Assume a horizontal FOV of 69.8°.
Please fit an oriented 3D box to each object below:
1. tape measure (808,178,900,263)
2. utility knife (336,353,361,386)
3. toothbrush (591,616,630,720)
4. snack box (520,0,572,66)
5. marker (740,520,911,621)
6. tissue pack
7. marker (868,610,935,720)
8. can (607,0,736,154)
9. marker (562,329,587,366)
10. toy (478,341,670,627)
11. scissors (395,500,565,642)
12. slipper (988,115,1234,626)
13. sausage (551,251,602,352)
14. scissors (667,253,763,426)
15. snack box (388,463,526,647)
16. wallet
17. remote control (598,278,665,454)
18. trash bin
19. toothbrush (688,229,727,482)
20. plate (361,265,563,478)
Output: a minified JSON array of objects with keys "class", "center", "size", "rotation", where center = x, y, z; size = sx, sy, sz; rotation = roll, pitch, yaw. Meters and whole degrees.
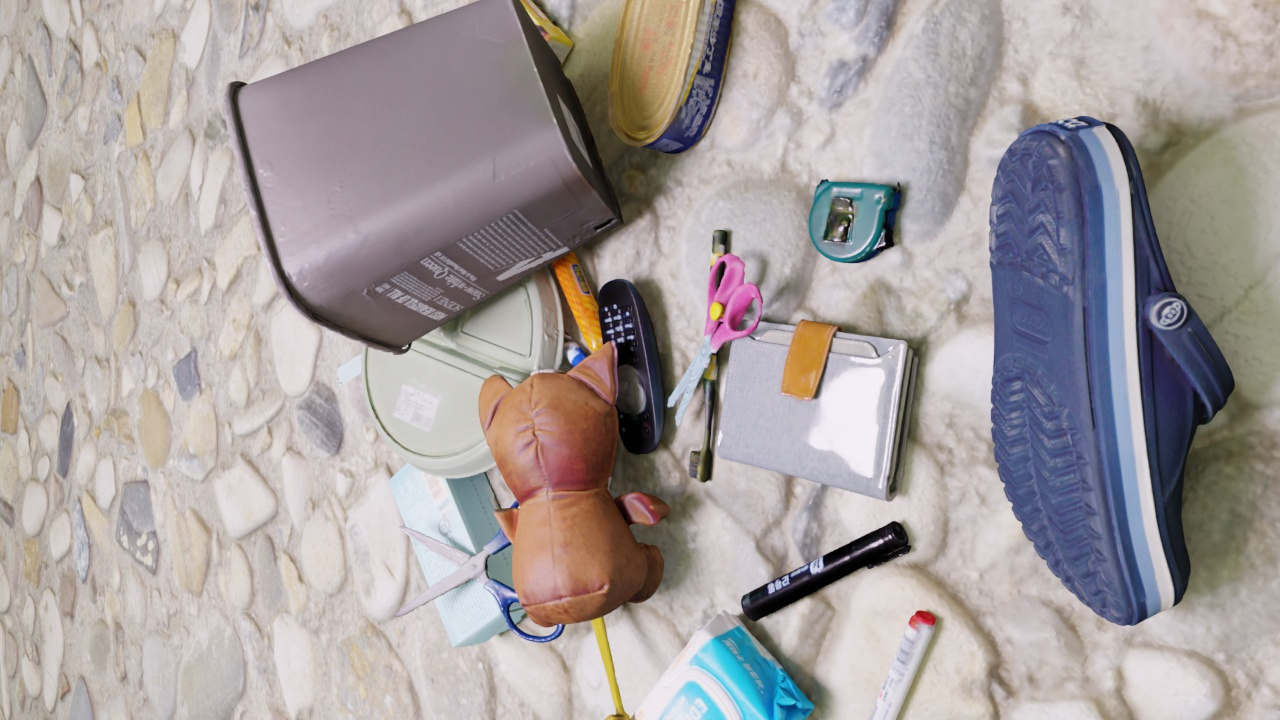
[{"class":"tape measure","center":[0.135,-0.090,0.590],"size":[0.058,0.025,0.054],"rotation":[14,99,40]},{"class":"utility knife","center":[-0.225,-0.020,0.872],"size":[0.186,0.018,0.034],"rotation":[-28,90,23]},{"class":"toothbrush","center":[-0.035,0.205,0.705],"size":[0.016,0.016,0.190],"rotation":[-52,40,32]},{"class":"snack box","center":[-0.124,-0.244,0.802],"size":[0.087,0.033,0.141],"rotation":[53,124,27]},{"class":"marker","center":[0.121,0.142,0.612],"size":[0.132,0.020,0.022],"rotation":[-37,97,33]},{"class":"tissue pack","center":[0.051,0.253,0.644],"size":[0.090,0.063,0.140],"rotation":[46,118,30]},{"class":"marker","center":[0.156,0.224,0.584],"size":[0.017,0.017,0.145],"rotation":[28,108,36]},{"class":"can","center":[0.023,-0.227,0.666],"size":[0.075,0.049,0.148],"rotation":[19,103,38]},{"class":"marker","center":[-0.077,-0.029,0.777],"size":[0.146,0.016,0.017],"rotation":[46,118,30]},{"class":"toy","center":[-0.052,0.094,0.693],"size":[0.140,0.130,0.199],"rotation":[-17,83,10]},{"class":"scissors","center":[-0.126,0.172,0.770],"size":[0.176,0.012,0.162],"rotation":[35,81,19]},{"class":"slipper","center":[0.238,0.003,0.466],"size":[0.095,0.105,0.253],"rotation":[-11,99,-1]},{"class":"sausage","center":[-0.058,-0.072,0.756],"size":[0.022,0.021,0.165],"rotation":[-36,68,35]},{"class":"scissors","center":[0.052,-0.004,0.644],"size":[0.076,0.017,0.138],"rotation":[50,126,51]},{"class":"snack box","center":[-0.162,0.162,0.829],"size":[0.074,0.051,0.174],"rotation":[-41,66,31]},{"class":"wallet","center":[0.111,0.027,0.605],"size":[0.130,0.036,0.106],"rotation":[11,99,39]},{"class":"remote control","center":[-0.004,0.004,0.708],"size":[0.053,0.024,0.136],"rotation":[-10,90,48]},{"class":"trash bin","center":[-0.149,-0.140,0.692],"size":[0.220,0.199,0.198],"rotation":[-22,76,9]},{"class":"toothbrush","center":[0.050,-0.003,0.673],"size":[0.017,0.012,0.186],"rotation":[10,97,51]},{"class":"plate","center":[-0.165,-0.012,0.803],"size":[0.231,0.027,0.230],"rotation":[-7,77,32]}]
